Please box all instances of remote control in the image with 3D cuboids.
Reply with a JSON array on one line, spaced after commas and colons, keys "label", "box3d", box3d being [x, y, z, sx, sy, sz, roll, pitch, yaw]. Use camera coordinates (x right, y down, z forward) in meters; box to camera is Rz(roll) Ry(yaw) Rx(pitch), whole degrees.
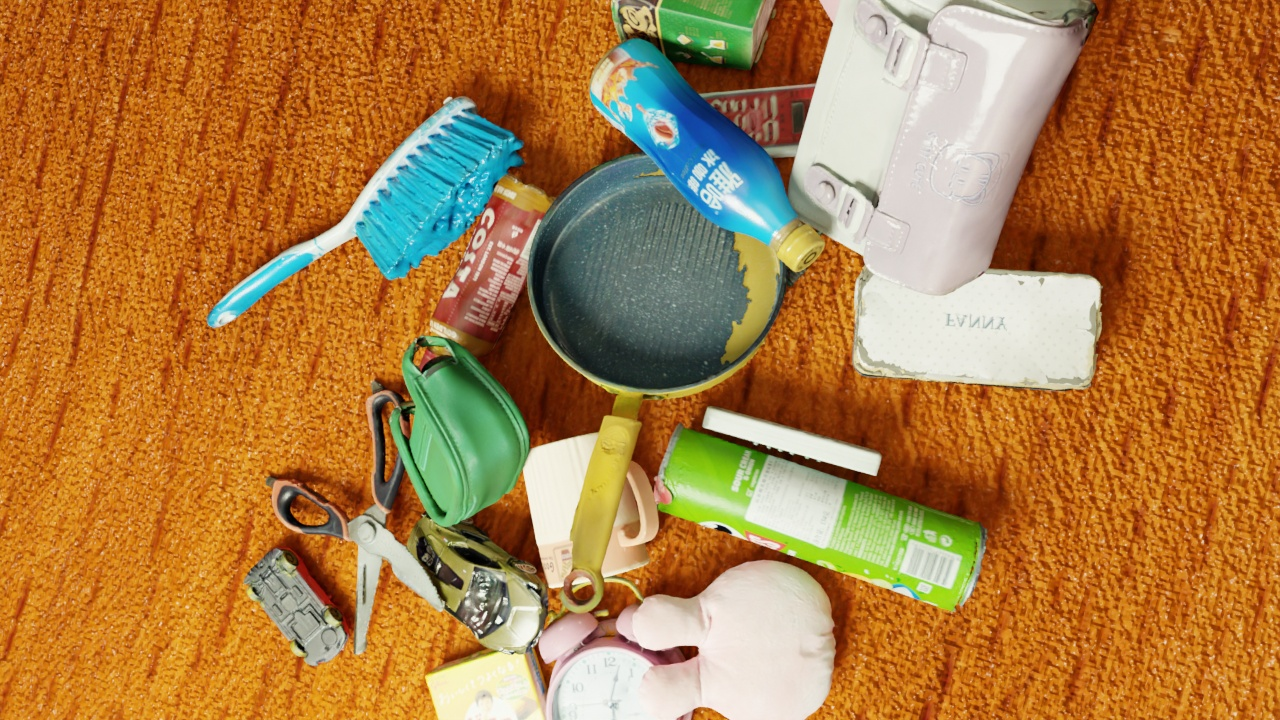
[{"label": "remote control", "box3d": [0.114, 0.061, 0.699, 0.135, 0.056, 0.019, 15, 90, 10]}, {"label": "remote control", "box3d": [0.089, -0.189, 0.733, 0.136, 0.020, 0.056, -1, 88, 10]}]

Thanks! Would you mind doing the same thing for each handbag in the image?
[{"label": "handbag", "box3d": [-0.146, 0.056, 0.700, 0.067, 0.132, 0.120, -30, 72, -30]}, {"label": "handbag", "box3d": [0.185, -0.157, 0.597, 0.098, 0.197, 0.145, -32, 57, -33]}]

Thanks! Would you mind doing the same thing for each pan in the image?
[{"label": "pan", "box3d": [-0.004, 0.004, 0.670, 0.198, 0.078, 0.356, 9, 75, 9]}]

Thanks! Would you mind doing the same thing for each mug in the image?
[{"label": "mug", "box3d": [-0.034, 0.110, 0.702, 0.115, 0.081, 0.106, -21, 80, 45]}]

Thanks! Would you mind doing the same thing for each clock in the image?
[{"label": "clock", "box3d": [-0.020, 0.247, 0.715, 0.117, 0.060, 0.158, -8, 85, 9]}]

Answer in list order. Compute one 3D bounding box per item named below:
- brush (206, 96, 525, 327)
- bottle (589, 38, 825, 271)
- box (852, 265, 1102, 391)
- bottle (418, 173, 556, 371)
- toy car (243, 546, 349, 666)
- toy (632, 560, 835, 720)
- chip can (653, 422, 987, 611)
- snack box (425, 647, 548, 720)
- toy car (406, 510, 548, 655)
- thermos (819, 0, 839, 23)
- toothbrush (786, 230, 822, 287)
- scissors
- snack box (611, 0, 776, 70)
[{"label": "brush", "box3d": [-0.238, -0.104, 0.778, 0.315, 0.060, 0.109, -44, 75, 8]}, {"label": "bottle", "box3d": [0.050, -0.148, 0.670, 0.065, 0.065, 0.218, -44, 69, 6]}, {"label": "box", "box3d": [0.250, -0.024, 0.677, 0.184, 0.061, 0.090, 7, 89, 9]}, {"label": "bottle", "box3d": [-0.125, -0.063, 0.748, 0.057, 0.057, 0.175, 28, 93, 11]}, {"label": "toy car", "box3d": [-0.290, 0.209, 0.781, 0.049, 0.031, 0.106, -44, 80, 7]}, {"label": "toy", "box3d": [0.071, 0.212, 0.683, 0.159, 0.054, 0.121, 1, 76, -16]}, {"label": "chip can", "box3d": [0.128, 0.116, 0.686, 0.236, 0.072, 0.072, 17, 91, 10]}, {"label": "snack box", "box3d": [-0.111, 0.306, 0.744, 0.087, 0.033, 0.140, -19, 82, 9]}, {"label": "toy car", "box3d": [-0.132, 0.173, 0.725, 0.158, 0.042, 0.070, 22, 96, 38]}, {"label": "thermos", "box3d": [0.196, -0.252, 0.689, 0.087, 0.067, 0.198, -25, 78, -15]}, {"label": "toothbrush", "box3d": [0.175, -0.129, 0.718, 0.017, 0.012, 0.186, 44, 96, 9]}, {"label": "scissors", "box3d": [-0.226, 0.124, 0.757, 0.223, 0.015, 0.189, 29, 87, 27]}, {"label": "snack box", "box3d": [0.051, -0.287, 0.698, 0.105, 0.117, 0.118, 19, 89, 7]}]
